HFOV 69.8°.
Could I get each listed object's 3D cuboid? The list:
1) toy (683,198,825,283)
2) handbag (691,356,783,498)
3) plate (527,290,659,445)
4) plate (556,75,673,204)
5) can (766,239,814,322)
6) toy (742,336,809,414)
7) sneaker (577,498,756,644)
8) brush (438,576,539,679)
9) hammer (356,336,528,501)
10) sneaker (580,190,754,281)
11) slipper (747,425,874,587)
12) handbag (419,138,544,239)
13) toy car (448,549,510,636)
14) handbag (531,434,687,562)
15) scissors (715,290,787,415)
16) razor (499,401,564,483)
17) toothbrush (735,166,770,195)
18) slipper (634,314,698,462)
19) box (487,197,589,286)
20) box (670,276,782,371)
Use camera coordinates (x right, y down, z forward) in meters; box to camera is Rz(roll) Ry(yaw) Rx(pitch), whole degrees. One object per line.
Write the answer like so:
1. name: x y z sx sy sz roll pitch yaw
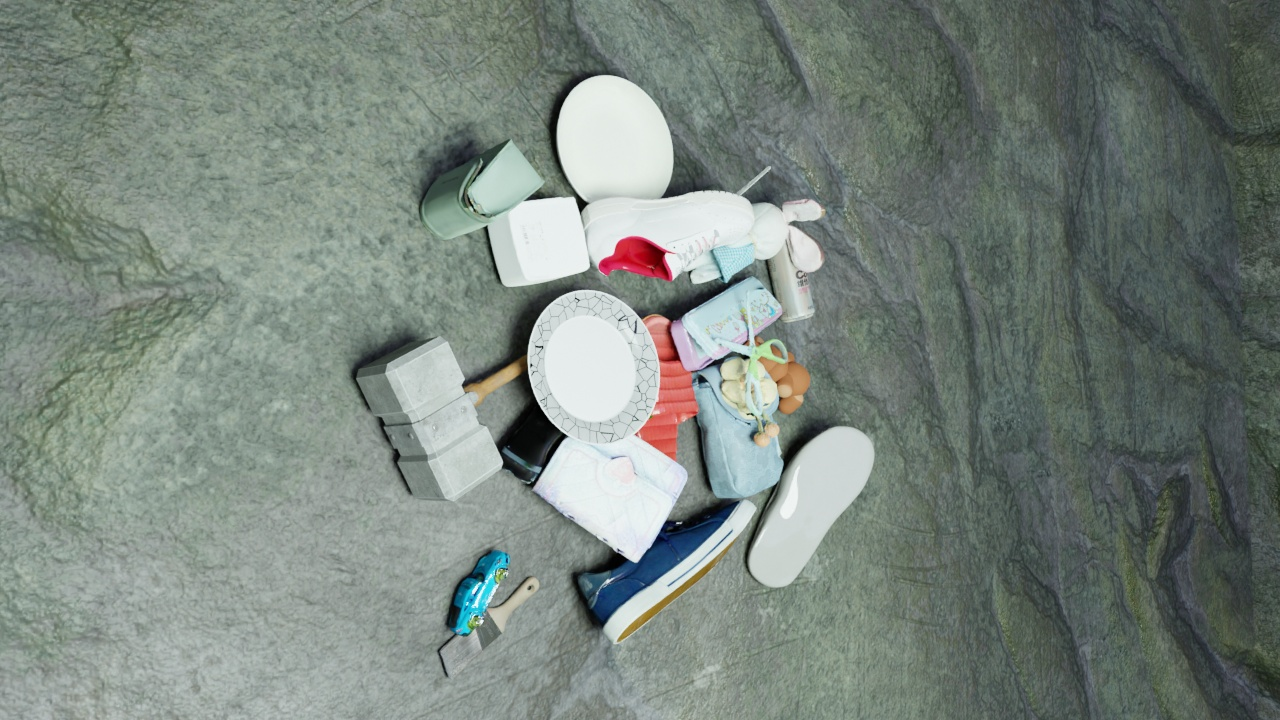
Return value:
1. toy: 0.150 -0.166 1.297 0.205 0.105 0.131 -22 136 -6
2. handbag: 0.140 0.090 1.260 0.121 0.119 0.192 -10 87 -39
3. plate: -0.057 0.009 1.111 0.188 0.016 0.188 9 75 -35
4. plate: -0.038 -0.276 1.195 0.182 0.034 0.182 2 87 -37
5. can: 0.221 -0.128 1.369 0.054 0.054 0.135 -18 99 -36
6. toy: 0.193 0.015 1.343 0.127 0.065 0.094 38 34 -17
7. sneaker: 0.033 0.239 1.204 0.293 0.121 0.127 -26 63 -38
8. brush: -0.175 0.309 1.081 0.150 0.012 0.039 -38 109 -31
9. hammer: -0.156 0.015 1.079 0.316 0.083 0.163 -34 108 -41
10. sneaker: 0.043 -0.148 1.169 0.236 0.091 0.104 -5 61 -21
11. slipper: 0.241 0.211 1.366 0.113 0.081 0.265 33 83 -9
12. handbag: -0.182 -0.190 1.029 0.106 0.122 0.067 -49 115 -28
13. toy car: -0.188 0.263 1.053 0.032 0.048 0.105 39 68 -25
14. handbag: -0.036 0.151 1.118 0.158 0.069 0.126 34 63 -1
15. scissors: 0.150 -0.010 1.212 0.171 0.021 0.172 10 74 -47
16. razor: -0.119 0.088 1.114 0.053 0.064 0.140 31 54 6
17. toothbrush: 0.106 -0.204 1.217 0.010 0.182 0.010 18 51 -34
18. slipper: 0.032 0.064 1.202 0.103 0.059 0.249 -6 99 -46
19. box: -0.136 -0.143 1.118 0.107 0.091 0.102 -17 94 -44
20. box: 0.119 -0.056 1.256 0.213 0.065 0.078 -32 94 -52
